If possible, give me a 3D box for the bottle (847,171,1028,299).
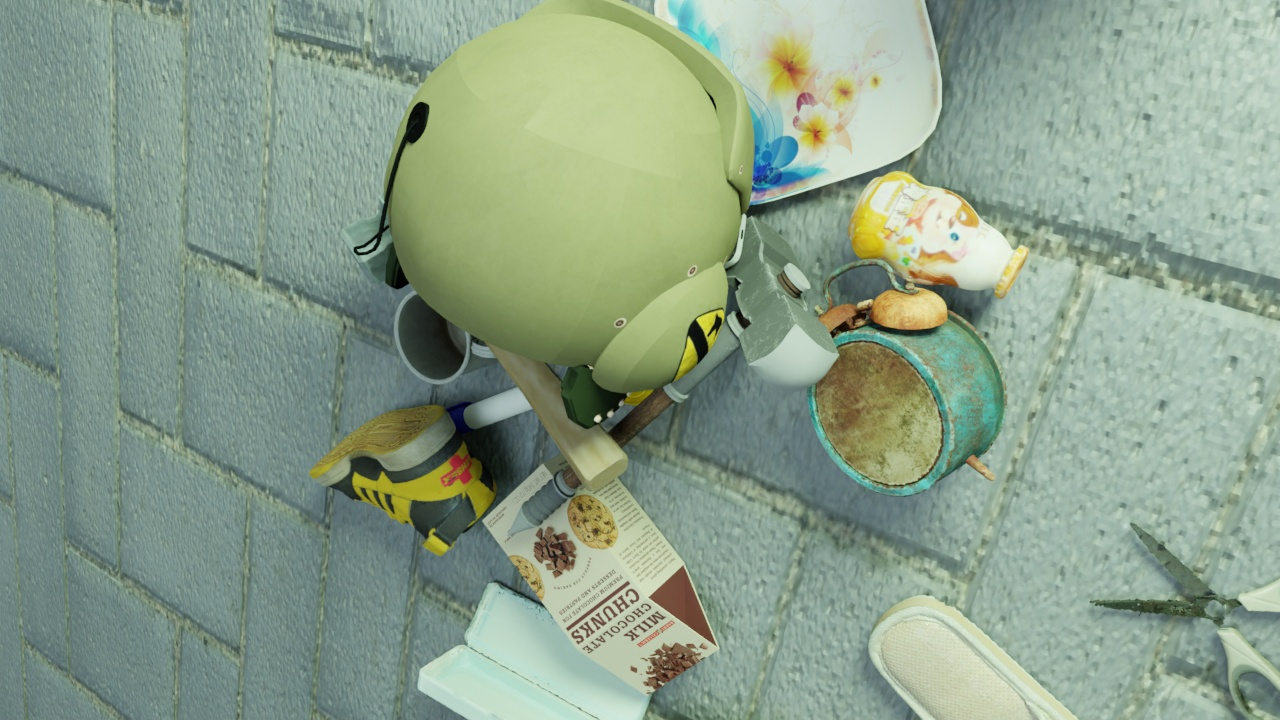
[{"bbox_3d":[0.192,-0.078,0.595,0.109,0.063,0.063,29,116,19],"label":"bottle"}]

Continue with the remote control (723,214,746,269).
[{"bbox_3d":[0.023,-0.069,0.693,0.147,0.008,0.045,-23,46,46],"label":"remote control"}]

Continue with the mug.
[{"bbox_3d":[-0.151,-0.024,0.803,0.113,0.070,0.084,15,110,26],"label":"mug"}]

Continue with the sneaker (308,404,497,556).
[{"bbox_3d":[-0.222,0.118,0.877,0.239,0.085,0.122,-14,116,50],"label":"sneaker"}]

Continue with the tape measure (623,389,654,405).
[{"bbox_3d":[-0.004,0.004,0.746,0.064,0.037,0.066,12,109,28],"label":"tape measure"}]

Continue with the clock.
[{"bbox_3d":[0.171,0.007,0.612,0.122,0.073,0.157,-18,94,55],"label":"clock"}]

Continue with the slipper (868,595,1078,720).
[{"bbox_3d":[0.265,0.290,0.658,0.263,0.052,0.115,49,120,10],"label":"slipper"}]

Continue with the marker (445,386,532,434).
[{"bbox_3d":[-0.129,0.041,0.836,0.133,0.023,0.027,-20,77,32],"label":"marker"}]

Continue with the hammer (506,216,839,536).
[{"bbox_3d":[0.000,0.043,0.684,0.043,0.155,0.323,31,120,-31],"label":"hammer"}]

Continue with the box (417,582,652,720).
[{"bbox_3d":[-0.093,0.291,0.836,0.198,0.078,0.122,19,72,24],"label":"box"}]

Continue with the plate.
[{"bbox_3d":[0.106,-0.213,0.636,0.187,0.016,0.187,-13,96,32],"label":"plate"}]

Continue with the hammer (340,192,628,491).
[{"bbox_3d":[-0.114,-0.028,0.711,0.323,0.117,0.051,49,166,29],"label":"hammer"}]

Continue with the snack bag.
[{"bbox_3d":[-0.029,0.184,0.788,0.095,0.069,0.206,-44,80,31],"label":"snack bag"}]

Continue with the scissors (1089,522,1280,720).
[{"bbox_3d":[0.382,0.167,0.581,0.171,0.012,0.157,-18,92,33],"label":"scissors"}]

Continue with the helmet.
[{"bbox_3d":[-0.036,-0.107,0.594,0.250,0.254,0.233,35,121,16],"label":"helmet"}]
